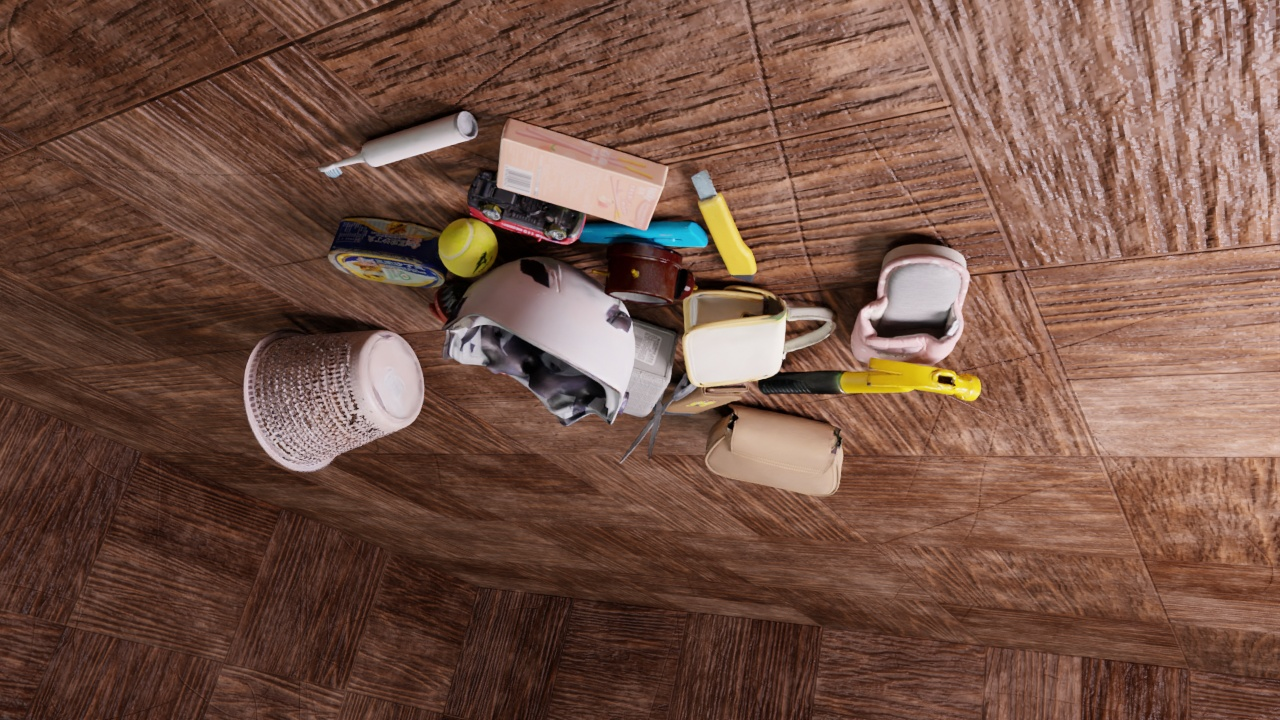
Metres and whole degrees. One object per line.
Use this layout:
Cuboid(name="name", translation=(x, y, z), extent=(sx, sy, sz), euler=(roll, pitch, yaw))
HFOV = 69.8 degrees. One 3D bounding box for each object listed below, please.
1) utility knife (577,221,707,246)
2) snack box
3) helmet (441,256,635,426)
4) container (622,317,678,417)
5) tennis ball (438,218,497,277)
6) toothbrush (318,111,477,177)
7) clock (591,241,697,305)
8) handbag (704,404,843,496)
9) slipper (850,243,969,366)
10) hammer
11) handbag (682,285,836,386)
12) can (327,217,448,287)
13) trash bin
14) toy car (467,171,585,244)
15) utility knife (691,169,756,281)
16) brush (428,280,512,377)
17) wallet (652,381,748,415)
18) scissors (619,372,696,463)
Cuboid(name="utility knife", translation=(-0.010, -0.133, 0.969), extent=(0.162, 0.018, 0.034), euler=(4, 156, 24))
Cuboid(name="snack box", translation=(-0.058, -0.177, 0.884), extent=(0.157, 0.026, 0.085), euler=(15, 157, -6))
Cuboid(name="helmet", translation=(-0.100, -0.037, 1.063), extent=(0.229, 0.145, 0.259), euler=(29, 161, -11))
Cuboid(name="container", translation=(-0.007, 0.007, 1.202), extent=(0.090, 0.090, 0.115), euler=(17, 154, -10))
Cuboid(name="tennis ball", translation=(-0.192, -0.126, 1.023), extent=(0.065, 0.065, 0.065), euler=(11, 157, 5))
Cuboid(name="toothbrush", translation=(-0.248, -0.209, 0.909), extent=(0.221, 0.026, 0.026), euler=(-5, 141, 35))
Cuboid(name="clock", translation=(0.010, -0.090, 0.994), extent=(0.082, 0.055, 0.121), euler=(3, 172, 40))
Cuboid(name="handbag", translation=(0.202, 0.128, 1.363), extent=(0.204, 0.099, 0.148), euler=(12, 149, 2))
Cuboid(name="slipper", translation=(0.288, -0.038, 0.981), extent=(0.114, 0.054, 0.275), euler=(8, 158, 10))
Cuboid(name="hammer", translation=(0.247, 0.026, 1.105), extent=(0.128, 0.033, 0.301), euler=(12, 172, -31))
Cuboid(name="handbag", translation=(0.139, -0.033, 1.086), extent=(0.179, 0.063, 0.163), euler=(-5, 155, 4))
Cuboid(name="can", translation=(-0.296, -0.128, 1.092), extent=(0.148, 0.049, 0.075), euler=(9, 156, 10))
Cuboid(name="trash bin", translation=(-0.449, 0.045, 1.395), extent=(0.192, 0.227, 0.227), euler=(-12, 149, 22))
Cuboid(name="toy car", translation=(-0.116, -0.154, 0.938), extent=(0.120, 0.052, 0.045), euler=(17, 159, -2))
Cuboid(name="utility knife", translation=(0.085, -0.133, 0.921), extent=(0.033, 0.015, 0.192), euler=(0, 153, 21))
Cuboid(name="brush", translation=(-0.211, -0.041, 1.200), extent=(0.146, 0.063, 0.069), euler=(41, 134, -14))
Cuboid(name="wallet", translation=(0.085, 0.052, 1.299), extent=(0.090, 0.033, 0.116), euler=(0, 166, -36))
Cuboid(name="scissors", translation=(0.026, 0.066, 1.245), extent=(0.014, 0.178, 0.159), euler=(47, -177, -25))
